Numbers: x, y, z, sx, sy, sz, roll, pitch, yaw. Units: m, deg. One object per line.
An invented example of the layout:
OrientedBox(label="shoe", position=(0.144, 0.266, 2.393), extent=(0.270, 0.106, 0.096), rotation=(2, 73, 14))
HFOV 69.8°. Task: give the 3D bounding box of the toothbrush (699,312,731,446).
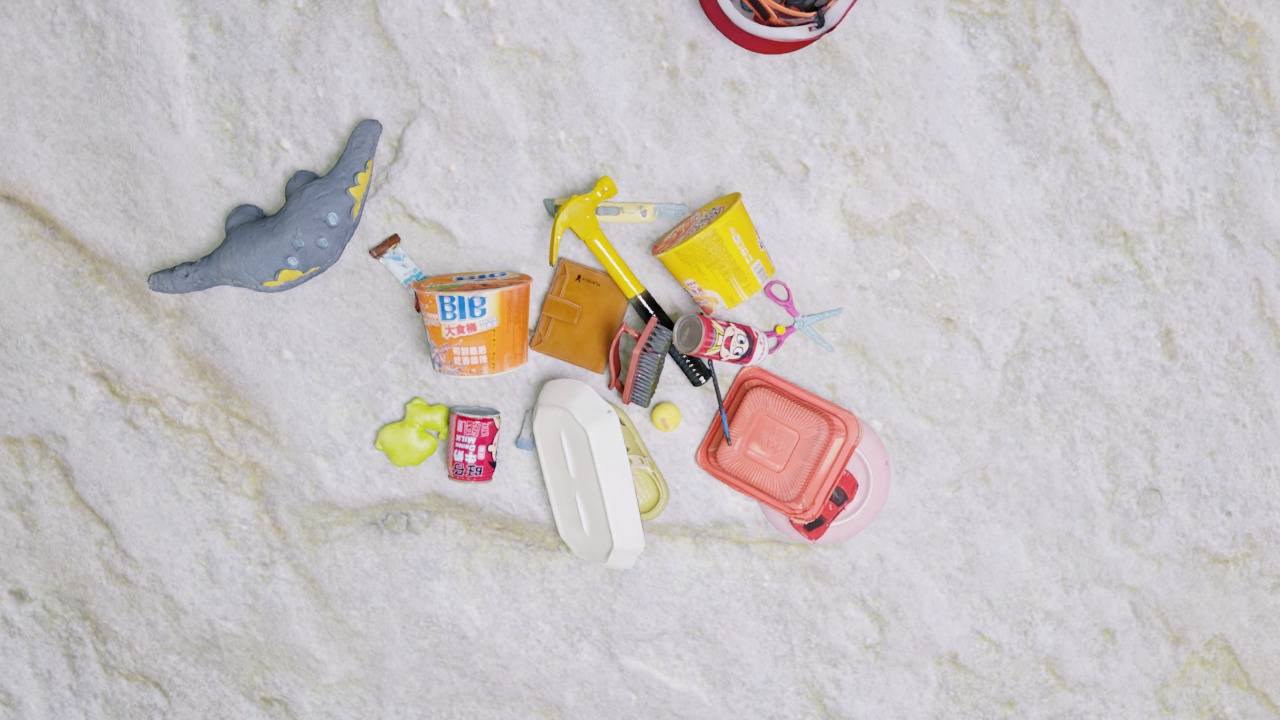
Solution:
OrientedBox(label="toothbrush", position=(0.095, 0.023, 1.205), extent=(0.016, 0.014, 0.189), rotation=(-11, 70, 0))

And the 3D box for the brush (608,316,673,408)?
OrientedBox(label="brush", position=(-0.007, 0.007, 1.187), extent=(0.069, 0.146, 0.063), rotation=(23, 54, 7))

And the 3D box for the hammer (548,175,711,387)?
OrientedBox(label="hammer", position=(-0.005, -0.086, 1.195), extent=(0.128, 0.033, 0.301), rotation=(-40, 106, -6))

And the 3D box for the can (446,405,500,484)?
OrientedBox(label="can", position=(-0.221, 0.111, 1.213), extent=(0.066, 0.066, 0.094), rotation=(6, 97, -4))

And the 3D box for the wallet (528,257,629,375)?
OrientedBox(label="wallet", position=(-0.083, -0.060, 1.219), extent=(0.119, 0.035, 0.131), rotation=(19, 95, -11))

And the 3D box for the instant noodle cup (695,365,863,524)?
OrientedBox(label="instant noodle cup", position=(0.178, 0.110, 1.202), extent=(0.189, 0.079, 0.164), rotation=(27, 93, 17))

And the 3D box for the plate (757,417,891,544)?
OrientedBox(label="plate", position=(0.254, 0.164, 1.257), extent=(0.192, 0.039, 0.192), rotation=(0, 97, -3))

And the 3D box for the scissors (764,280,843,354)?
OrientedBox(label="scissors", position=(0.211, -0.057, 1.241), extent=(0.133, 0.017, 0.130), rotation=(-18, 95, -5))

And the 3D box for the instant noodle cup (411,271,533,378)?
OrientedBox(label="instant noodle cup", position=(-0.207, -0.046, 1.160), extent=(0.151, 0.151, 0.111), rotation=(-3, 105, -3))

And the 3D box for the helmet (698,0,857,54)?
OrientedBox(label="helmet", position=(0.166, -0.485, 1.124), extent=(0.207, 0.144, 0.239), rotation=(35, 80, -7))

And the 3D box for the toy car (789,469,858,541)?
OrientedBox(label="toy car", position=(0.248, 0.191, 1.225), extent=(0.049, 0.031, 0.106), rotation=(40, 92, -8))

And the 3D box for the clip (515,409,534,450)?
OrientedBox(label="clip", position=(-0.150, 0.093, 1.239), extent=(0.027, 0.043, 0.058), rotation=(17, 88, -1))

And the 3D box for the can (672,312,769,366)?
OrientedBox(label="can", position=(0.106, -0.025, 1.186), extent=(0.132, 0.053, 0.053), rotation=(10, 98, -42))

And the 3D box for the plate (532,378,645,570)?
OrientedBox(label="plate", position=(-0.076, 0.154, 1.182), extent=(0.034, 0.162, 0.266), rotation=(-24, 109, -43))

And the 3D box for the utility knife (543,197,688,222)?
OrientedBox(label="utility knife", position=(-0.032, -0.198, 1.214), extent=(0.190, 0.020, 0.031), rotation=(0, 103, -7))

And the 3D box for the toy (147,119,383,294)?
OrientedBox(label="toy", position=(-0.450, -0.161, 1.158), extent=(0.356, 0.091, 0.138), rotation=(-34, 85, -1))

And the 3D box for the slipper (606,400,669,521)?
OrientedBox(label="slipper", position=(-0.027, 0.137, 1.221), extent=(0.091, 0.081, 0.190), rotation=(-36, 100, -1))

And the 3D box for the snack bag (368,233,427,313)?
OrientedBox(label="snack bag", position=(-0.305, -0.114, 1.202), extent=(0.048, 0.026, 0.104), rotation=(-38, 98, -12))

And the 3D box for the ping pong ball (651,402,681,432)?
OrientedBox(label="ping pong ball", position=(0.035, 0.076, 1.235), extent=(0.040, 0.040, 0.040), rotation=(0, 97, -3))

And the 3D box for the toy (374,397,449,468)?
OrientedBox(label="toy", position=(-0.301, 0.100, 1.226), extent=(0.096, 0.031, 0.100), rotation=(16, 96, -7))

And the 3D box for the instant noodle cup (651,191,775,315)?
OrientedBox(label="instant noodle cup", position=(0.099, -0.132, 1.172), extent=(0.138, 0.138, 0.110), rotation=(-36, 106, 2))
